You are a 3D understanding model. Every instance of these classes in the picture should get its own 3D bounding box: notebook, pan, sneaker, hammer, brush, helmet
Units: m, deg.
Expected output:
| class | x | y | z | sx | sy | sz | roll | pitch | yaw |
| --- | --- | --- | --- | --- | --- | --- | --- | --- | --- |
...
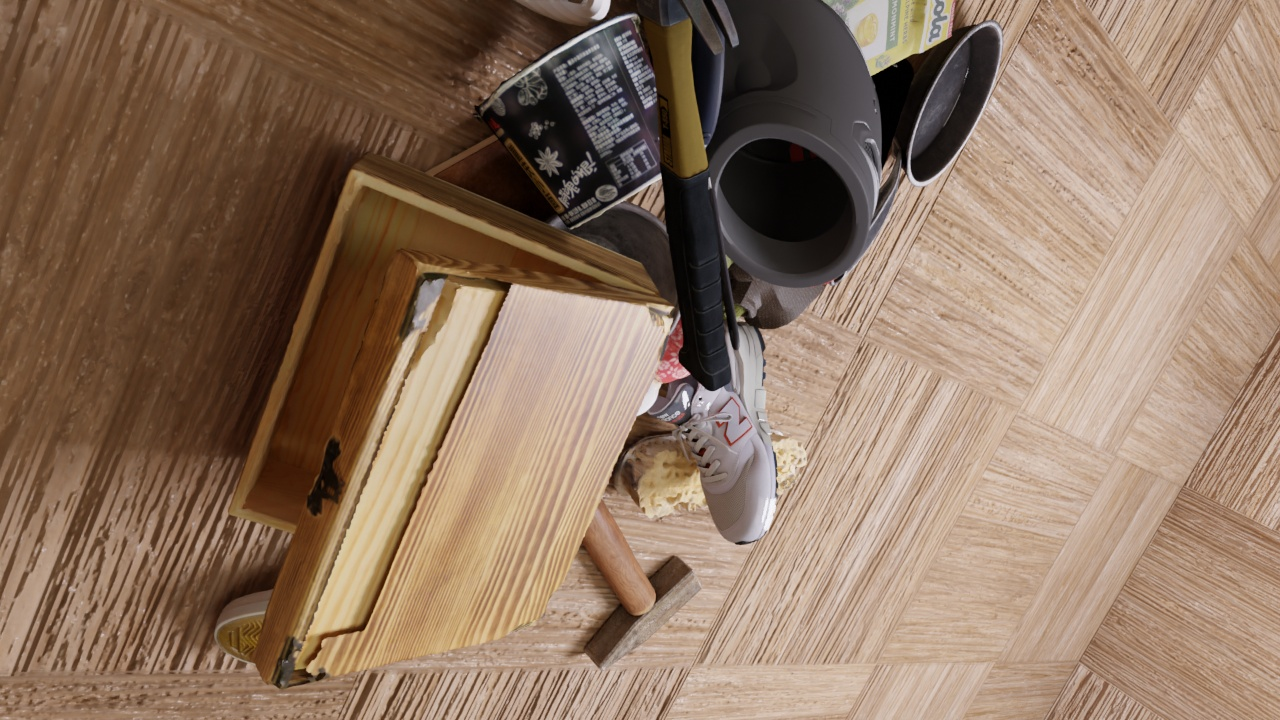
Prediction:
| class | x | y | z | sx | sy | sz | roll | pitch | yaw |
| --- | --- | --- | --- | --- | --- | --- | --- | --- | --- |
| notebook | -0.121 | -0.074 | 0.795 | 0.167 | 0.024 | 0.226 | -35 | 131 | -19 |
| pan | 0.291 | -0.220 | 0.995 | 0.356 | 0.055 | 0.187 | -49 | 151 | -14 |
| sneaker | -0.244 | 0.210 | 0.813 | 0.240 | 0.087 | 0.118 | 0 | 128 | -16 |
| sneaker | 0.065 | 0.066 | 0.943 | 0.124 | 0.089 | 0.239 | 12 | 69 | -34 |
| hammer | 0.031 | -0.104 | 0.594 | 0.025 | 0.118 | 0.334 | -29 | 137 | -17 |
| pan | 0.041 | -0.183 | 0.695 | 0.021 | 0.199 | 0.356 | -8 | 85 | -9 |
| hammer | -0.039 | 0.218 | 1.020 | 0.157 | 0.037 | 0.301 | -39 | 133 | -16 |
| brush | 0.085 | 0.123 | 1.054 | 0.270 | 0.057 | 0.083 | 1 | 110 | -40 |
| helmet | 0.124 | -0.206 | 0.799 | 0.265 | 0.164 | 0.169 | 59 | 32 | -44 |

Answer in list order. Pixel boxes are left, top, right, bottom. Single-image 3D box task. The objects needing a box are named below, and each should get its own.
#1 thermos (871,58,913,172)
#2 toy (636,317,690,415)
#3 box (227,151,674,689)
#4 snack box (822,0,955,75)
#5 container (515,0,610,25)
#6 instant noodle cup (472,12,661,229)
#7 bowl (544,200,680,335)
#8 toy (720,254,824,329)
| class | x | y | z | sx | sy | sz | roll | pitch | yaw |
| --- | --- | --- | --- | --- | --- | --- | --- | --- | --- |
| thermos | 0.214 | -0.199 | 0.924 | 0.061 | 0.061 | 0.231 | 35 | 70 | -45 |
| toy | -0.005 | 0.005 | 0.864 | 0.194 | 0.084 | 0.159 | -40 | 154 | 13 |
| box | -0.116 | 0.052 | 0.631 | 0.269 | 0.263 | 0.279 | 20 | 104 | -17 |
| snack box | 0.218 | -0.325 | 0.862 | 0.180 | 0.045 | 0.121 | -29 | 144 | -11 |
| container | -0.053 | -0.349 | 0.580 | 0.189 | 0.189 | 0.187 | 34 | 89 | -45 |
| instant noodle cup | -0.035 | -0.167 | 0.669 | 0.137 | 0.137 | 0.112 | -34 | 101 | -20 |
| bowl | -0.039 | -0.067 | 0.782 | 0.144 | 0.067 | 0.145 | -4 | 106 | -15 |
| toy | 0.126 | -0.104 | 0.944 | 0.179 | 0.078 | 0.153 | -45 | 127 | -16 |
